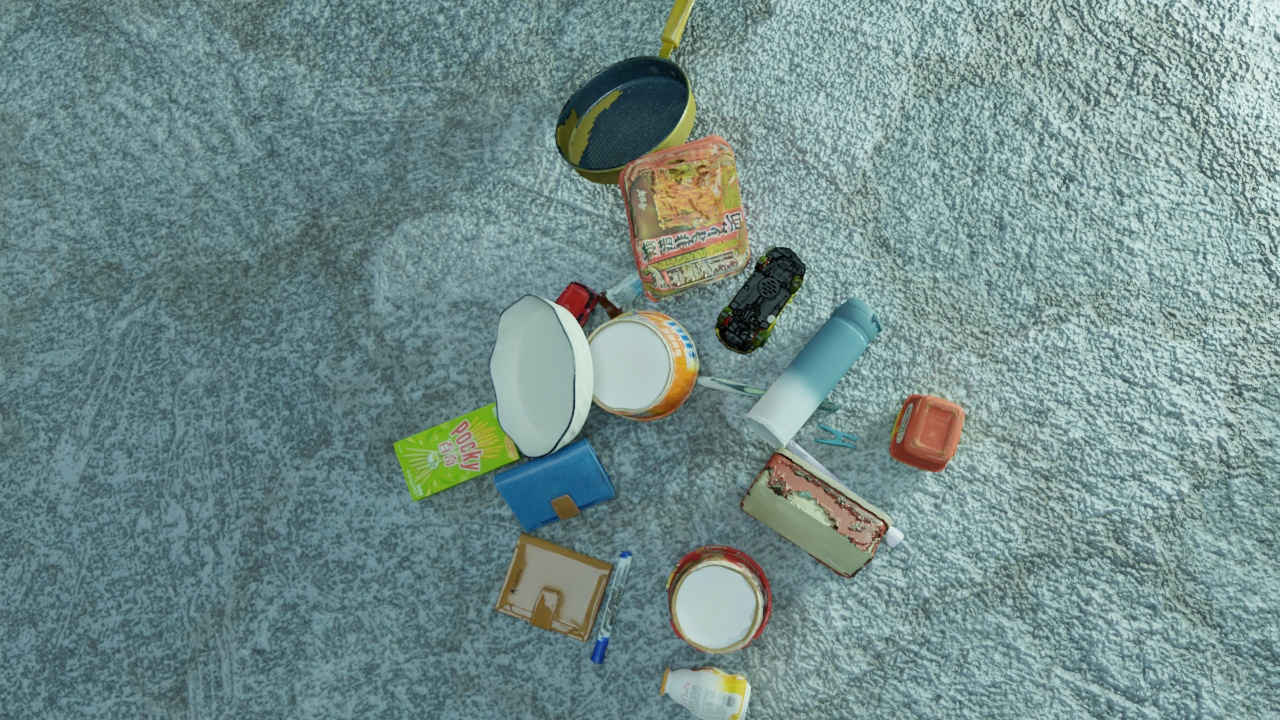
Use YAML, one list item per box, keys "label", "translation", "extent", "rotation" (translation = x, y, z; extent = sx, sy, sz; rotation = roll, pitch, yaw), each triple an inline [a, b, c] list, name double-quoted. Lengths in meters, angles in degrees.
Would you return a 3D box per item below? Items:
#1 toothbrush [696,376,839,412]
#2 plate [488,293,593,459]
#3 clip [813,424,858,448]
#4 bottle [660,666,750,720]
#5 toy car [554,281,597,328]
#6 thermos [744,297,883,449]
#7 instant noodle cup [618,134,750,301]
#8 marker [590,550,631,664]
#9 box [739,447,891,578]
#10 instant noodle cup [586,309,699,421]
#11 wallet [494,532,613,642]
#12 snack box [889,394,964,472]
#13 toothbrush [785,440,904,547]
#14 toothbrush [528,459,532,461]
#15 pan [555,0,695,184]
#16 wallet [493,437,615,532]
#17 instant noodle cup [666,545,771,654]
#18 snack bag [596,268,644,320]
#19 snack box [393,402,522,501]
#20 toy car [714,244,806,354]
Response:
- label: "toothbrush"
  translation: [0.168, 0.044, 1.214]
  extent: [0.192, 0.018, 0.016]
  rotation: [11, 81, 6]
- label: "plate"
  translation: [-0.125, 0.019, 1.164]
  extent: [0.045, 0.205, 0.204]
  rotation: [-4, 77, -37]
- label: "clip"
  translation: [0.256, 0.101, 1.198]
  extent: [0.056, 0.014, 0.041]
  rotation: [13, 83, 7]
- label: "bottle"
  translation: [0.080, 0.413, 1.141]
  extent: [0.108, 0.063, 0.063]
  rotation: [13, 82, 7]
- label: "toy car"
  translation: [-0.106, -0.052, 1.245]
  extent: [0.053, 0.045, 0.120]
  rotation: [31, 87, 11]
- label: "thermos"
  translation: [0.225, 0.013, 1.179]
  extent: [0.070, 0.070, 0.220]
  rotation: [39, 78, 10]
- label: "instant noodle cup"
  translation: [0.051, -0.187, 1.196]
  extent: [0.164, 0.079, 0.189]
  rotation: [-19, 112, -21]
- label: "marker"
  translation: [-0.037, 0.320, 1.192]
  extent: [0.017, 0.017, 0.145]
  rotation: [15, 83, 8]
- label: "box"
  translation: [0.212, 0.195, 1.137]
  extent: [0.168, 0.091, 0.078]
  rotation: [32, 55, 10]
- label: "instant noodle cup"
  translation: [-0.007, 0.007, 1.178]
  extent: [0.151, 0.111, 0.151]
  rotation: [0, 90, 12]
- label: "wallet"
  translation: [-0.113, 0.296, 1.198]
  extent: [0.132, 0.031, 0.107]
  rotation: [18, 82, 10]
- label: "snack box"
  translation: [0.365, 0.090, 1.154]
  extent: [0.082, 0.080, 0.091]
  rotation: [18, 83, 8]
- label: "toothbrush"
  translation: [0.261, 0.168, 1.185]
  extent: [0.189, 0.021, 0.029]
  rotation: [42, 49, 12]
- label: "toothbrush"
  translation: [-0.151, 0.072, 1.245]
  extent: [0.012, 0.017, 0.185]
  rotation: [-10, 78, 20]
- label: "pan"
  translation: [0.016, -0.397, 1.242]
  extent: [0.198, 0.078, 0.357]
  rotation: [26, 76, 35]
- label: "wallet"
  translation: [-0.110, 0.163, 1.189]
  extent: [0.133, 0.106, 0.040]
  rotation: [-22, 38, 4]
- label: "instant noodle cup"
  translation: [0.097, 0.300, 1.135]
  extent: [0.138, 0.108, 0.137]
  rotation: [-1, 81, 5]
- label: "snack bag"
  translation: [-0.009, -0.101, 1.249]
  extent: [0.105, 0.026, 0.045]
  rotation: [-39, 118, -3]
- label: "snack box"
  translation: [-0.247, 0.123, 1.241]
  extent: [0.156, 0.026, 0.085]
  rotation: [-22, 80, 2]
- label: "toy car"
  translation: [0.162, -0.080, 1.221]
  extent: [0.071, 0.041, 0.156]
  rotation: [34, 87, 10]
